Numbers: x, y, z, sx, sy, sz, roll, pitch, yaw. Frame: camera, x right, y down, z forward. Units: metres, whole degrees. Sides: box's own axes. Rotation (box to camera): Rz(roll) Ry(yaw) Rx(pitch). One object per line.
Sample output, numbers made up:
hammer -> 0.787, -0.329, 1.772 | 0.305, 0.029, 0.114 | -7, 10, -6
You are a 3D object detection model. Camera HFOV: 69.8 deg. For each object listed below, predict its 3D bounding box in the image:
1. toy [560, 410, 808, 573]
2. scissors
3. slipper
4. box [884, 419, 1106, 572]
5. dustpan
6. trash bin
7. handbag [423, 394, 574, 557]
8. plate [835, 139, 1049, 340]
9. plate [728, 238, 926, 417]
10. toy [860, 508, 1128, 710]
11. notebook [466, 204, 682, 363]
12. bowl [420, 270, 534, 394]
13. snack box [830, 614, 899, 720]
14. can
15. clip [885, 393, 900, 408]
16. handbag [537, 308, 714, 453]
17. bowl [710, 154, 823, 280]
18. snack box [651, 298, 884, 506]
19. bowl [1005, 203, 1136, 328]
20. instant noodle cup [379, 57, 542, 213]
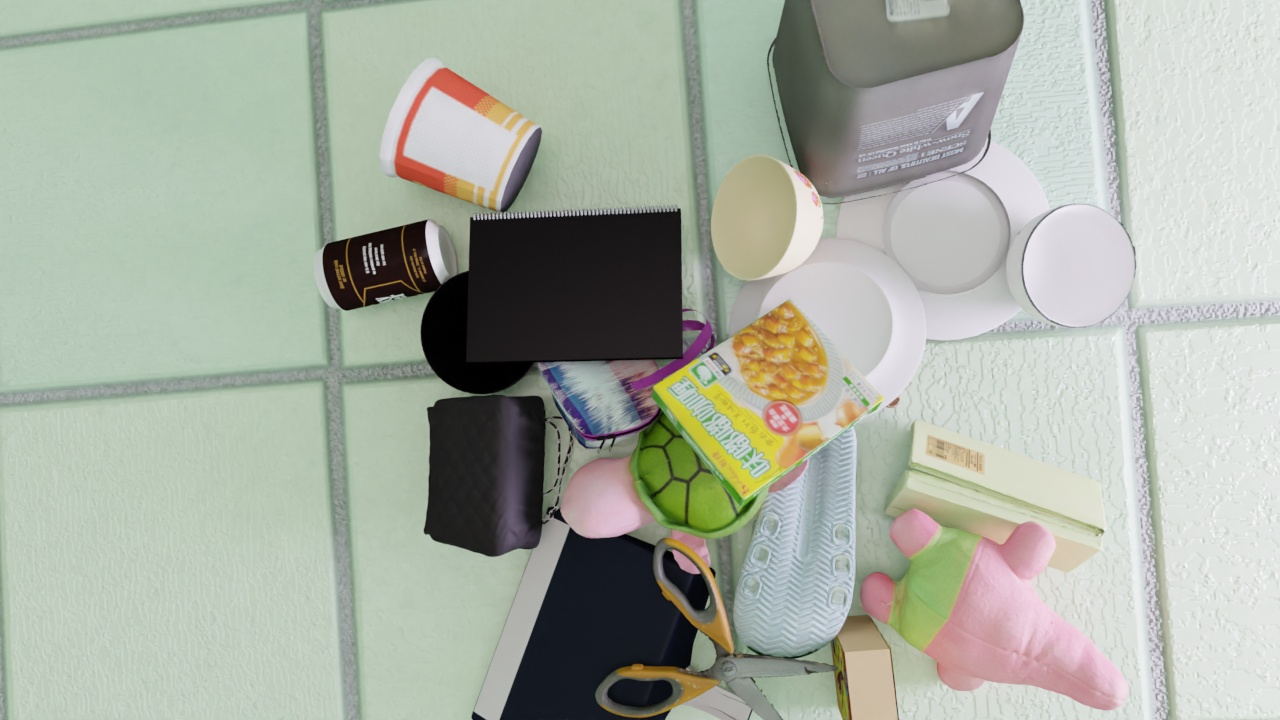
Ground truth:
toy -> 0.039, 0.105, 0.873 | 0.238, 0.088, 0.190 | -17, 68, 10
scissors -> 0.062, 0.261, 0.833 | 0.225, 0.016, 0.225 | -8, 91, 12
slipper -> 0.157, 0.163, 0.881 | 0.104, 0.074, 0.245 | 9, 73, 11
box -> 0.335, 0.140, 0.876 | 0.188, 0.091, 0.083 | 20, 125, 7
dustpan -> -0.003, 0.305, 0.909 | 0.273, 0.080, 0.236 | 20, 90, 27
trash bin -> 0.220, -0.274, 0.806 | 0.197, 0.220, 0.197 | -13, 81, 6
handbag -> -0.149, 0.109, 0.920 | 0.125, 0.114, 0.153 | 0, 91, 29
plate -> 0.299, -0.125, 0.903 | 0.209, 0.015, 0.208 | 0, 88, 6
plate -> 0.178, -0.032, 0.889 | 0.189, 0.016, 0.188 | -3, 76, 14
toy -> 0.324, 0.235, 0.835 | 0.237, 0.096, 0.192 | 29, 115, 21
notebook -> -0.064, -0.073, 0.882 | 0.207, 0.016, 0.149 | -1, 81, 7
bowl -> -0.154, -0.027, 0.929 | 0.124, 0.052, 0.124 | 0, 88, 6
snack box -> 0.204, 0.294, 0.842 | 0.040, 0.126, 0.088 | -6, 87, 5
can -> -0.257, -0.096, 0.933 | 0.128, 0.072, 0.072 | -12, 87, 6
clip -> 0.244, 0.015, 0.895 | 0.024, 0.045, 0.062 | -6, 73, 7
handbag -> -0.005, 0.005, 0.900 | 0.170, 0.068, 0.144 | -29, 52, -9
bowl -> 0.134, -0.134, 0.887 | 0.074, 0.118, 0.118 | 1, 87, -36
snack box -> 0.116, 0.034, 0.836 | 0.167, 0.027, 0.132 | -33, 70, -18
bowl -> 0.394, -0.088, 0.862 | 0.113, 0.063, 0.113 | -1, 94, -8
instant noodle cup -> -0.173, -0.215, 0.910 | 0.121, 0.123, 0.123 | 26, 90, -1
